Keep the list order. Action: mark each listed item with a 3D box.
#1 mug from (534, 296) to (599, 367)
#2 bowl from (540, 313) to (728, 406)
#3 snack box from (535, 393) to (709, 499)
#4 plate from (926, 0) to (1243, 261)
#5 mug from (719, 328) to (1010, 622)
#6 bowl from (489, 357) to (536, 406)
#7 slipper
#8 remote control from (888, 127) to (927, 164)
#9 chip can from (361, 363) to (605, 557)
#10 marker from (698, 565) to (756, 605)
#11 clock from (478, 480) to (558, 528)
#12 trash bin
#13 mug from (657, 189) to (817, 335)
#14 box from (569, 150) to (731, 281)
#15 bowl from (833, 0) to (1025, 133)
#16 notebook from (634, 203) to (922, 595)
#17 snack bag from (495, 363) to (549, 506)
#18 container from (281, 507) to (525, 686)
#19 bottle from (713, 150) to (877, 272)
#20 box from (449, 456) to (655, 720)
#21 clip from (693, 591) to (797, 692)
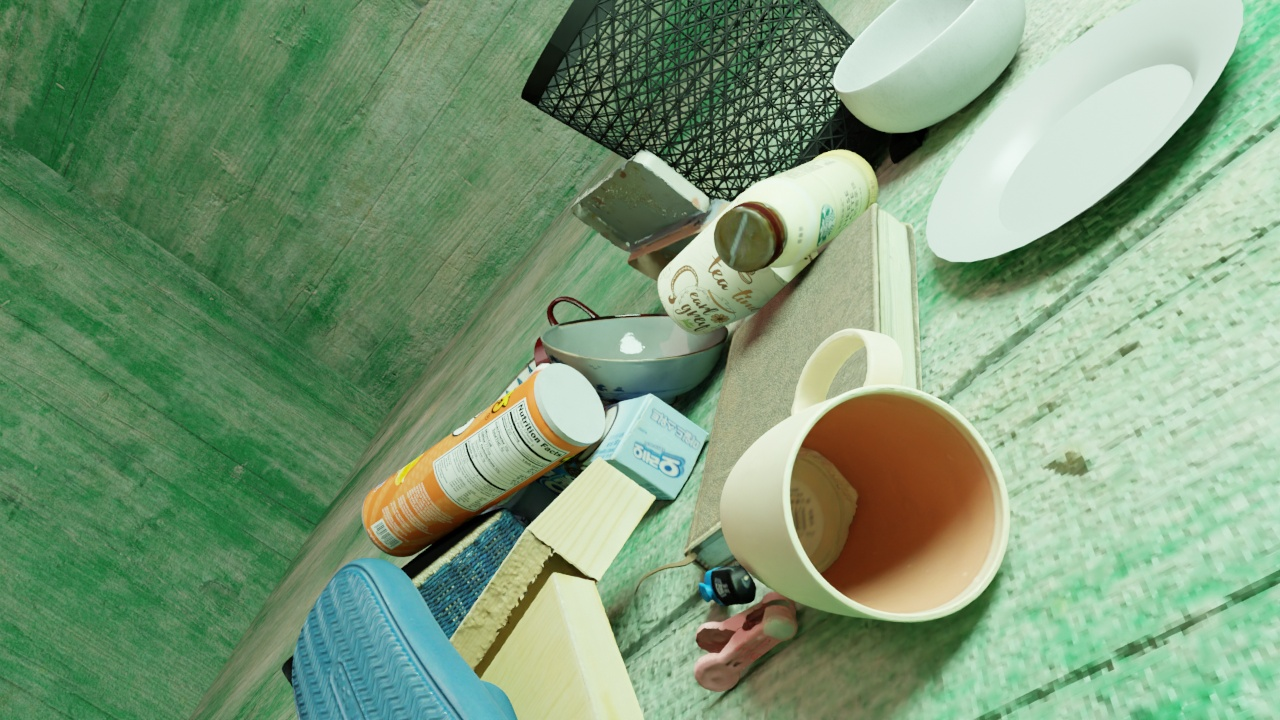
[{"bbox_3d":[-0.050,-0.013,0.900,0.088,0.114,0.087,-24,8,20],"label":"mug"},{"bbox_3d":[-0.004,0.004,0.722,0.150,0.150,0.057,-108,16,-73],"label":"bowl"},{"bbox_3d":[-0.029,0.072,0.711,0.059,0.059,0.227,-61,16,-18],"label":"snack box"},{"bbox_3d":[0.219,-0.112,0.460,0.173,0.019,0.172,-48,15,16],"label":"plate"},{"bbox_3d":[0.078,0.044,0.364,0.104,0.085,0.111,138,141,-71],"label":"mug"},{"bbox_3d":[-0.123,0.080,0.958,0.177,0.071,0.177,-47,15,16],"label":"bowl"},{"bbox_3d":[-0.082,0.164,0.366,0.104,0.059,0.213,-53,48,11],"label":"slipper"},{"bbox_3d":[0.212,-0.196,0.703,0.039,0.010,0.124,-36,22,48],"label":"remote control"},{"bbox_3d":[-0.121,0.079,0.680,0.211,0.062,0.062,-34,22,31],"label":"chip can"},{"bbox_3d":[0.038,0.103,0.416,0.015,0.018,0.123,-23,-13,-6],"label":"marker"},{"bbox_3d":[-0.113,0.134,0.834,0.089,0.051,0.124,-26,30,57],"label":"clock"},{"bbox_3d":[0.064,-0.232,0.753,0.217,0.243,0.216,-52,11,15],"label":"trash bin"},{"bbox_3d":[0.078,-0.069,0.680,0.097,0.081,0.121,-33,-9,39],"label":"mug"},{"bbox_3d":[0.023,-0.114,0.817,0.042,0.148,0.216,-68,16,-8],"label":"box"},{"bbox_3d":[0.205,-0.210,0.637,0.132,0.064,0.131,-40,22,19],"label":"bowl"},{"bbox_3d":[0.081,0.022,0.533,0.191,0.034,0.214,-43,16,34],"label":"notebook"},{"bbox_3d":[-0.098,0.060,0.767,0.077,0.036,0.115,-48,15,25],"label":"snack bag"},{"bbox_3d":[-0.167,0.196,0.686,0.187,0.071,0.146,-38,3,-27],"label":"container"},{"bbox_3d":[0.102,-0.096,0.598,0.057,0.056,0.161,-40,-5,39],"label":"bottle"},{"bbox_3d":[-0.082,0.201,0.468,0.248,0.096,0.260,-57,18,17],"label":"box"},{"bbox_3d":[0.048,0.124,0.419,0.058,0.022,0.035,-40,15,24],"label":"clip"}]
